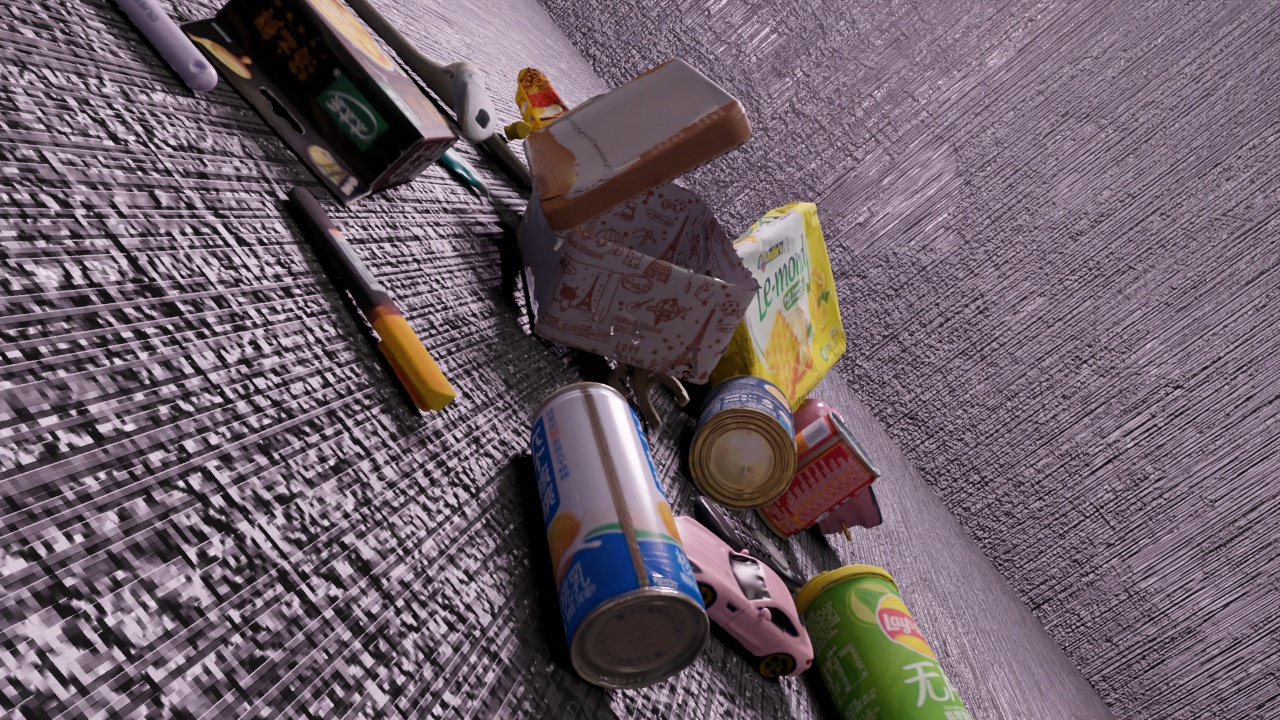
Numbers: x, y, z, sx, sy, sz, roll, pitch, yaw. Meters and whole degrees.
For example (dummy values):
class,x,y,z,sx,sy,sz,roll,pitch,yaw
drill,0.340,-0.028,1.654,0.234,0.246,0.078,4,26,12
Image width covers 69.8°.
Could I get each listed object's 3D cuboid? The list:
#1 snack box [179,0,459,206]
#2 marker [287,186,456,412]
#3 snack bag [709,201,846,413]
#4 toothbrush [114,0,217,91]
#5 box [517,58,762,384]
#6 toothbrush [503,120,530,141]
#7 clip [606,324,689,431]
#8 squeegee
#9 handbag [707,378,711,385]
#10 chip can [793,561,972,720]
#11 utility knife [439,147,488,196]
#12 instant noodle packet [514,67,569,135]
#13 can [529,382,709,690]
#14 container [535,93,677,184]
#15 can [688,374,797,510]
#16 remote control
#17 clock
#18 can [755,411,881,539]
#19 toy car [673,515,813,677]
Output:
class,x,y,z,sx,sy,sz,roll,pitch,yaw
snack box,-0.163,-0.147,0.496,0.113,0.053,0.125,48,8,-12
marker,-0.117,-0.028,0.389,0.124,0.015,0.018,52,11,16
snack bag,0.112,-0.042,0.823,0.245,0.068,0.158,-37,115,-56
toothbrush,-0.245,-0.191,0.384,0.189,0.029,0.021,50,-25,-9
box,0.000,-0.118,0.613,0.152,0.178,0.182,18,26,-22
toothbrush,-0.108,-0.204,0.811,0.190,0.016,0.016,-130,-161,-73
clip,-0.010,-0.001,0.641,0.083,0.035,0.104,38,14,-48
squeegee,-0.129,-0.194,0.655,0.246,0.039,0.246,44,4,-30
handbag,0.049,-0.047,0.883,0.193,0.076,0.134,34,27,-49
chip can,0.157,0.218,0.516,0.072,0.073,0.221,42,16,-35
utility knife,-0.171,-0.175,0.609,0.207,0.013,0.029,38,18,-45
instant noodle packet,-0.077,-0.195,0.861,0.128,0.044,0.110,72,-3,-47
can,-0.014,0.066,0.387,0.053,0.053,0.134,42,15,-33
container,-0.024,-0.146,0.770,0.090,0.090,0.114,31,-32,41
can,0.076,0.058,0.675,0.075,0.075,0.111,50,13,-3
remote control,0.068,0.122,0.581,0.136,0.024,0.053,39,8,-50
clock,0.173,0.091,0.873,0.117,0.060,0.158,38,32,-79
can,0.137,0.094,0.742,0.066,0.094,0.066,48,13,-15
toy car,0.054,0.126,0.499,0.122,0.037,0.056,44,13,-26
